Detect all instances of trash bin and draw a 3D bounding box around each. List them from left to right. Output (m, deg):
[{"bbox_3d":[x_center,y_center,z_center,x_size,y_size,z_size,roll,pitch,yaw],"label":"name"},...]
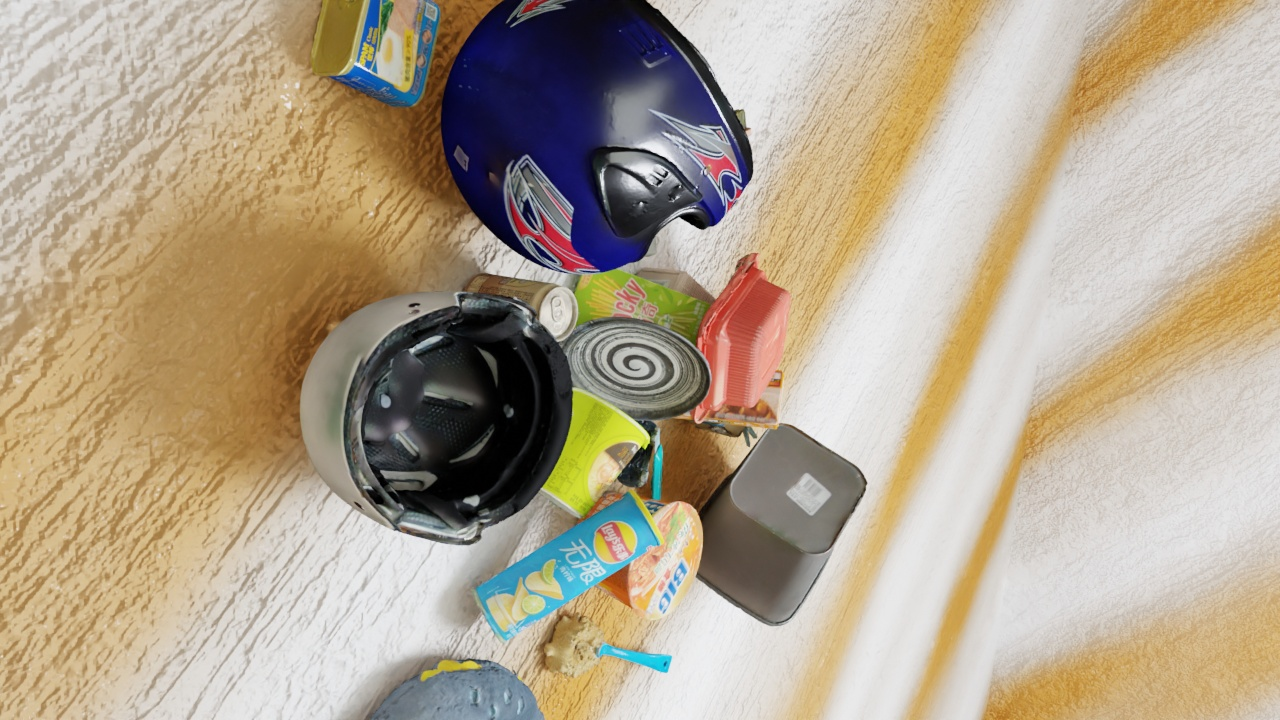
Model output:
[{"bbox_3d":[0.190,0.220,1.268,0.198,0.198,0.220,-50,167,-31],"label":"trash bin"}]

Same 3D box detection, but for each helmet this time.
[{"bbox_3d":[-0.196,0.041,0.831,0.273,0.157,0.230,9,95,-62],"label":"helmet"},{"bbox_3d":[-0.050,-0.200,0.887,0.240,0.247,0.315,-44,141,2],"label":"helmet"}]

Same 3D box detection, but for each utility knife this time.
[{"bbox_3d":[0.021,0.152,1.212,0.182,0.013,0.029,91,18,-45],"label":"utility knife"}]

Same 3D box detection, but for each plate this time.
[{"bbox_3d":[-0.006,0.006,1.060,0.179,0.180,0.024,59,32,-42],"label":"plate"}]

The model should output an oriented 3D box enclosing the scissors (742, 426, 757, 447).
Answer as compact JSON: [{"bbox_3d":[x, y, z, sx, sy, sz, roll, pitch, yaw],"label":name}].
[{"bbox_3d":[0.146,0.069,1.297,0.017,0.137,0.074,23,109,-25],"label":"scissors"}]

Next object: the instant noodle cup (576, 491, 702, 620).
[{"bbox_3d":[-0.009,0.237,1.158,0.151,0.112,0.151,-17,113,-49],"label":"instant noodle cup"}]

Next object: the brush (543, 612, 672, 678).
[{"bbox_3d":[-0.033,0.389,1.215,0.254,0.046,0.083,30,72,-45],"label":"brush"}]

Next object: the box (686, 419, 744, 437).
[{"bbox_3d":[0.123,0.012,1.287,0.061,0.090,0.184,32,72,-49],"label":"box"}]

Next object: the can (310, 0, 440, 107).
[{"bbox_3d":[-0.225,-0.278,0.789,0.083,0.057,0.102,14,89,-55],"label":"can"}]

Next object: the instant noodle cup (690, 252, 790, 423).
[{"bbox_3d":[0.125,-0.022,1.121,0.188,0.079,0.165,-51,152,-42],"label":"instant noodle cup"}]

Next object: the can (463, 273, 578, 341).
[{"bbox_3d":[-0.124,-0.054,0.929,0.058,0.116,0.058,-18,113,-48],"label":"can"}]

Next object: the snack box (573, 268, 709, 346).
[{"bbox_3d":[-0.004,-0.052,1.075,0.156,0.026,0.085,21,80,-7],"label":"snack box"}]

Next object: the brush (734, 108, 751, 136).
[{"bbox_3d":[0.095,-0.285,1.192,0.145,0.063,0.073,-29,117,-47],"label":"brush"}]

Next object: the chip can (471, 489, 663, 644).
[{"bbox_3d":[-0.080,0.229,1.026,0.210,0.071,0.071,-30,127,-10],"label":"chip can"}]

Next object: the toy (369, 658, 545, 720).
[{"bbox_3d":[-0.205,0.383,0.978,0.355,0.091,0.138,10,119,-51],"label":"toy"}]

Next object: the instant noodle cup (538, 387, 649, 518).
[{"bbox_3d":[-0.067,0.113,1.064,0.123,0.112,0.111,-57,138,-14],"label":"instant noodle cup"}]

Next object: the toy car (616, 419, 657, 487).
[{"bbox_3d":[-0.004,0.120,1.192,0.034,0.043,0.090,81,22,-80],"label":"toy car"}]

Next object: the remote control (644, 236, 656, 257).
[{"bbox_3d":[-0.035,-0.151,1.086,0.149,0.021,0.058,-7,86,-51],"label":"remote control"}]

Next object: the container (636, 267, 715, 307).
[{"bbox_3d":[0.041,-0.057,1.165,0.111,0.090,0.089,40,68,-45],"label":"container"}]

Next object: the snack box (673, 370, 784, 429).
[{"bbox_3d":[0.110,0.045,1.219,0.026,0.154,0.075,59,39,-70],"label":"snack box"}]
